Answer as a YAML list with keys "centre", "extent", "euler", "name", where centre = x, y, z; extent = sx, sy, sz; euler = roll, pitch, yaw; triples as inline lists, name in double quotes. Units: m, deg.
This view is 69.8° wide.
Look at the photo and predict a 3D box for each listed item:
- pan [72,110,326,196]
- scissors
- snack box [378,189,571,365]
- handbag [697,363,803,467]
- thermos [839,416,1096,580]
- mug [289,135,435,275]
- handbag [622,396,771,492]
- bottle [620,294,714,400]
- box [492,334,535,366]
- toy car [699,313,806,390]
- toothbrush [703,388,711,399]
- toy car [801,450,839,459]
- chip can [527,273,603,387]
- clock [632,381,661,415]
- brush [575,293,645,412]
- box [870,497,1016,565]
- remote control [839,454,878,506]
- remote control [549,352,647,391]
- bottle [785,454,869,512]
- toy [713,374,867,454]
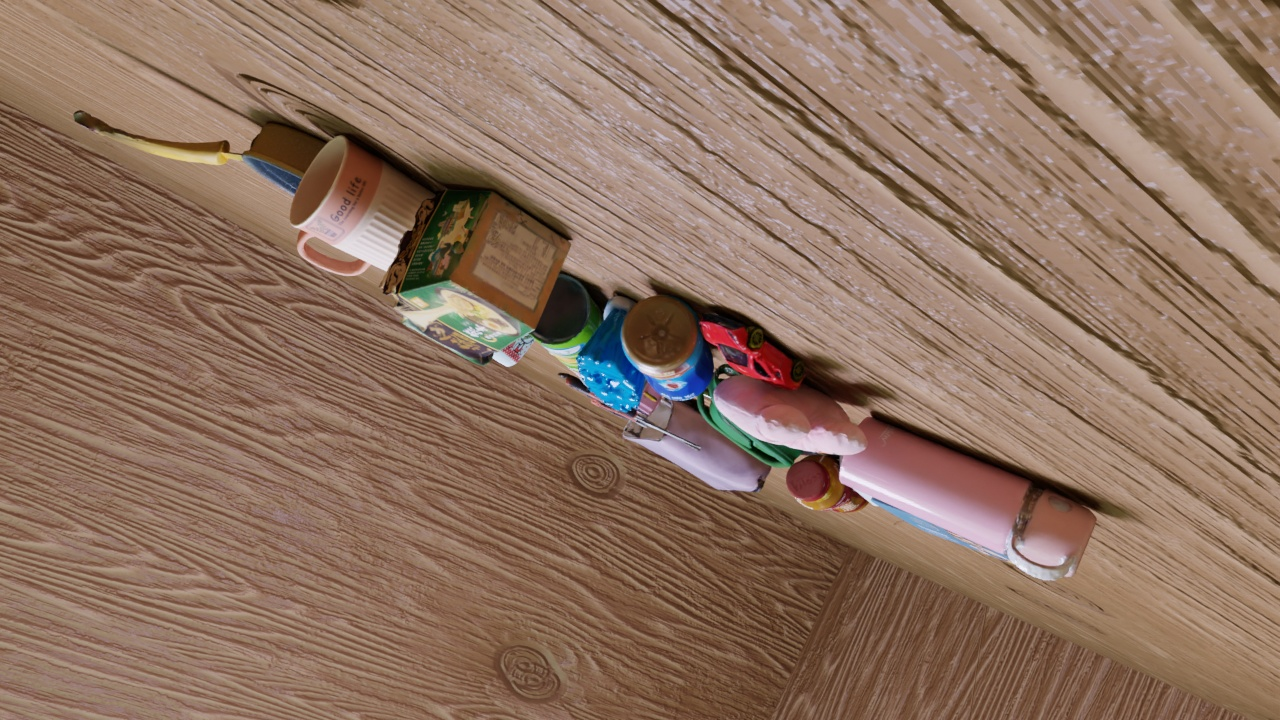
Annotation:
- centre: [-0.363, -0.181, 0.885]
  extent: [0.357, 0.078, 0.198]
  euler: [27, 173, -4]
  name: "pan"
- centre: [-0.014, 0.071, 1.230]
  extent: [0.223, 0.015, 0.189]
  euler: [22, 171, 39]
  name: "scissors"
- centre: [-0.121, -0.070, 0.723]
  extent: [0.117, 0.118, 0.106]
  euler: [31, 162, -31]
  name: "snack box"
- centre: [0.117, 0.052, 0.927]
  extent: [0.120, 0.068, 0.131]
  euler: [34, 175, 2]
  name: "handbag"
- centre: [0.264, 0.117, 0.761]
  extent: [0.199, 0.087, 0.067]
  euler: [25, 129, 29]
  name: "thermos"
- centre: [-0.234, -0.115, 0.774]
  extent: [0.106, 0.115, 0.081]
  euler: [29, -148, -38]
  name: "mug"
- centre: [0.091, 0.128, 1.418]
  extent: [0.197, 0.098, 0.145]
  euler: [30, 174, -22]
  name: "handbag"
- centre: [0.032, 0.000, 0.816]
  extent: [0.065, 0.065, 0.218]
  euler: [25, 173, 14]
  name: "bottle"
- centre: [-0.152, -0.061, 0.900]
  extent: [0.095, 0.101, 0.201]
  euler: [24, 172, 15]
  name: "box"
- centre: [0.086, -0.006, 0.721]
  extent: [0.049, 0.031, 0.106]
  euler: [18, 167, 47]
  name: "toy car"
- centre: [0.008, 0.007, 1.161]
  extent: [0.186, 0.017, 0.012]
  euler: [26, 171, 4]
  name: "toothbrush"
- centre: [0.164, 0.080, 1.035]
  extent: [0.158, 0.042, 0.070]
  euler: [22, 173, 16]
  name: "toy car"
- centre: [-0.059, -0.023, 0.964]
  extent: [0.072, 0.072, 0.236]
  euler: [25, 172, 15]
  name: "chip can"
- centre: [-0.020, 0.029, 1.250]
  extent: [0.117, 0.059, 0.158]
  euler: [27, 175, 1]
  name: "clock"
- centre: [-0.006, 0.006, 0.957]
  extent: [0.060, 0.109, 0.315]
  euler: [17, 164, 11]
  name: "brush"
- centre: [0.304, 0.141, 0.877]
  extent: [0.089, 0.061, 0.184]
  euler: [30, 171, -21]
  name: "box"
- centre: [0.233, 0.113, 0.957]
  extent: [0.020, 0.055, 0.136]
  euler: [-9, 156, 26]
  name: "remote control"
- centre: [-0.045, -0.004, 1.111]
  extent: [0.135, 0.056, 0.019]
  euler: [31, 172, -28]
  name: "remote control"
- centre: [0.201, 0.132, 0.979]
  extent: [0.057, 0.057, 0.174]
  euler: [23, -179, 29]
  name: "bottle"
- centre: [0.125, 0.047, 0.770]
  extent: [0.121, 0.054, 0.159]
  euler: [13, -173, -7]
  name: "toy"
